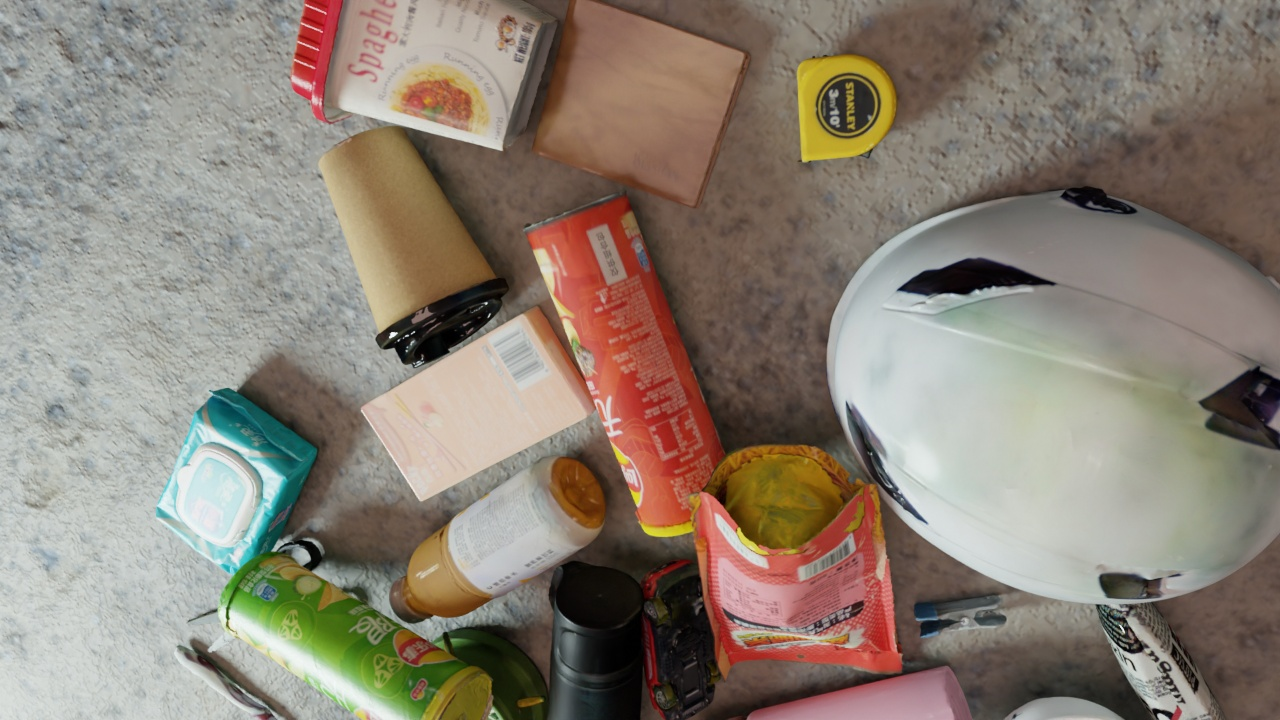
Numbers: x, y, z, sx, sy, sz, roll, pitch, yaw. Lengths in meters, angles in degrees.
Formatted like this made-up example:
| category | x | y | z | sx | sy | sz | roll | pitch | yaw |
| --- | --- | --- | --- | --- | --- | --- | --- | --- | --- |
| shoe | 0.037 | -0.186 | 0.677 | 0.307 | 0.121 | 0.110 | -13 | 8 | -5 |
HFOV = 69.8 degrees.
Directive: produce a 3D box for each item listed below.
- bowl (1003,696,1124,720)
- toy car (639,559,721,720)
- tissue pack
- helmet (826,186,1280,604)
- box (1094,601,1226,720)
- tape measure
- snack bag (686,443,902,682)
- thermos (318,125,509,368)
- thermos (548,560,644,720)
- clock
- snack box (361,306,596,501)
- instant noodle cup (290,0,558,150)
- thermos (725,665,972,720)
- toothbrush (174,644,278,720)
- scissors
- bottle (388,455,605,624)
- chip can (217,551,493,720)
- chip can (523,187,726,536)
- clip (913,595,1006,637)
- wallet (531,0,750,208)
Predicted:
| category | x | y | z | sx | sy | sz | roll | pitch | yaw |
| --- | --- | --- | --- | --- | --- | --- | --- | --- | --- |
| bowl | 0.271 | 0.258 | 0.591 | 0.118 | 0.064 | 0.118 | 2 | 109 | 6 |
| toy car | 0.023 | 0.198 | 0.653 | 0.045 | 0.052 | 0.121 | 21 | 121 | 51 |
| tissue pack | -0.317 | 0.094 | 0.720 | 0.093 | 0.050 | 0.134 | 34 | 113 | 4 |
| helmet | 0.224 | 0.031 | 0.490 | 0.259 | 0.145 | 0.229 | 22 | 112 | 9 |
| box | 0.324 | 0.205 | 0.563 | 0.051 | 0.068 | 0.164 | -31 | 94 | 3 |
| tape measure | 0.118 | -0.146 | 0.526 | 0.057 | 0.028 | 0.060 | -1 | 107 | 18 |
| snack bag | 0.099 | 0.145 | 0.584 | 0.129 | 0.073 | 0.208 | -7 | 134 | 11 |
| thermos | -0.151 | -0.074 | 0.599 | 0.093 | 0.092 | 0.143 | -26 | 91 | 22 |
| thermos | -0.037 | 0.254 | 0.669 | 0.068 | 0.090 | 0.243 | -12 | 122 | -26 |
| clock | -0.144 | 0.291 | 0.731 | 0.116 | 0.056 | 0.161 | 32 | 113 | 5 |
| snack box | -0.116 | 0.033 | 0.654 | 0.158 | 0.026 | 0.084 | -27 | 99 | 22 |
| instant noodle cup | -0.122 | -0.186 | 0.544 | 0.124 | 0.116 | 0.116 | 21 | 112 | -5 |
| thermos | 0.132 | 0.277 | 0.640 | 0.199 | 0.067 | 0.087 | -24 | 98 | 20 |
| toothbrush | -0.338 | 0.309 | 0.816 | 0.187 | 0.016 | 0.017 | 36 | 106 | 2 |
| scissors | -0.314 | 0.212 | 0.778 | 0.163 | 0.014 | 0.165 | 23 | 112 | 9 |
| bottle | -0.110 | 0.137 | 0.663 | 0.190 | 0.067 | 0.068 | -35 | 95 | 26 |
| chip can | -0.215 | 0.214 | 0.677 | 0.221 | 0.072 | 0.073 | 20 | 113 | 25 |
| chip can | -0.003 | 0.003 | 0.587 | 0.073 | 0.073 | 0.216 | -17 | 102 | 20 |
| clip | 0.211 | 0.169 | 0.606 | 0.058 | 0.026 | 0.038 | -15 | 95 | 16 |
| wallet | -0.002 | -0.158 | 0.563 | 0.115 | 0.020 | 0.101 | 20 | 113 | 6 |
